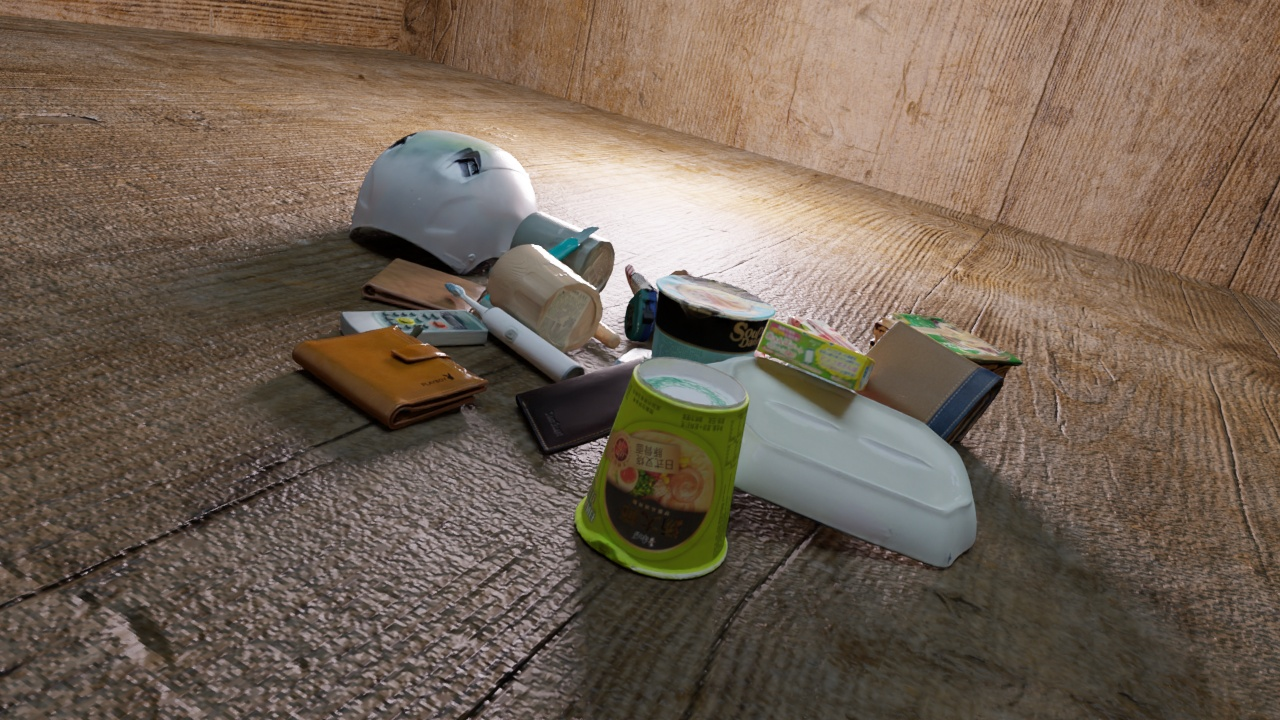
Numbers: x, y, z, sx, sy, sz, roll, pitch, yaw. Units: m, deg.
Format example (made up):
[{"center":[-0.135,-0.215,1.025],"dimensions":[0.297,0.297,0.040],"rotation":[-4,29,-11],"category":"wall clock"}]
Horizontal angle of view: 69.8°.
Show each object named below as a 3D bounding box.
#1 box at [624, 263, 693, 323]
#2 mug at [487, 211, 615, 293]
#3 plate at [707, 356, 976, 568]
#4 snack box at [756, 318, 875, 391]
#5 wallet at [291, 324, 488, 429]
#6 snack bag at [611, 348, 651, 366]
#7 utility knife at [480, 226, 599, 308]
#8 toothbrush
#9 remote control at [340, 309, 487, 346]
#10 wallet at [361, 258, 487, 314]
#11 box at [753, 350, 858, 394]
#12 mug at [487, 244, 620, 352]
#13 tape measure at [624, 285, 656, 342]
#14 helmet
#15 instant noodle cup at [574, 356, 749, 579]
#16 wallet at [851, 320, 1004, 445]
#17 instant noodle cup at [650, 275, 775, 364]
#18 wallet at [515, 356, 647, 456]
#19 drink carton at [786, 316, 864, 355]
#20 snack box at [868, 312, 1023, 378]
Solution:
[{"center":[0.035,-0.076,1.076],"dimensions":[0.086,0.075,0.162],"rotation":[37,9,-32],"category":"box"},{"center":[-0.106,-0.115,1.110],"dimensions":[0.103,0.084,0.123],"rotation":[24,50,23],"category":"mug"},{"center":[0.160,0.068,0.735],"dimensions":[0.265,0.034,0.161],"rotation":[23,36,-8],"category":"plate"},{"center":[0.155,-0.004,0.794],"dimensions":[0.087,0.034,0.140],"rotation":[23,3,15],"category":"snack box"},{"center":[-0.207,0.010,0.780],"dimensions":[0.131,0.035,0.118],"rotation":[27,30,30],"category":"wallet"},{"center":[-0.005,0.005,0.914],"dimensions":[0.045,0.026,0.105],"rotation":[9,18,16],"category":"snack bag"},{"center":[-0.113,-0.106,1.044],"dimensions":[0.029,0.013,0.184],"rotation":[27,55,36],"category":"utility knife"},{"center":[-0.133,-0.031,0.919],"dimensions":[0.221,0.026,0.026],"rotation":[34,-2,38],"category":"toothbrush"},{"center":[-0.219,-0.032,0.890],"dimensions":[0.134,0.019,0.056],"rotation":[-3,26,-36],"category":"remote control"},{"center":[-0.232,-0.076,1.002],"dimensions":[0.115,0.020,0.101],"rotation":[15,22,-2],"category":"wallet"},{"center":[0.161,0.038,0.889],"dimensions":[0.157,0.069,0.201],"rotation":[15,20,-21],"category":"box"},{"center":[-0.087,-0.057,0.972],"dimensions":[0.124,0.084,0.103],"rotation":[30,5,-45],"category":"mug"},{"center":[-0.002,-0.049,1.013],"dimensions":[0.025,0.054,0.058],"rotation":[9,-20,-18],"category":"tape measure"},{"center":[-0.238,-0.219,1.183],"dimensions":[0.229,0.146,0.258],"rotation":[23,22,22],"category":"helmet"},{"center":[0.020,0.067,0.633],"dimensions":[0.111,0.124,0.111],"rotation":[11,21,-5],"category":"instant noodle cup"},{"center":[0.260,0.022,0.847],"dimensions":[0.115,0.090,0.033],"rotation":[37,-13,33],"category":"wallet"},{"center":[0.054,-0.004,0.843],"dimensions":[0.111,0.121,0.111],"rotation":[12,20,-5],"category":"instant noodle cup"},{"center":[-0.036,0.037,0.773],"dimensions":[0.122,0.020,0.096],"rotation":[-18,29,-13],"category":"wallet"},{"center":[0.213,-0.010,1.059],"dimensions":[0.053,0.046,0.122],"rotation":[6,22,-21],"category":"drink carton"},{"center":[0.298,0.021,0.949],"dimensions":[0.117,0.106,0.118],"rotation":[3,24,-30],"category":"snack box"}]
